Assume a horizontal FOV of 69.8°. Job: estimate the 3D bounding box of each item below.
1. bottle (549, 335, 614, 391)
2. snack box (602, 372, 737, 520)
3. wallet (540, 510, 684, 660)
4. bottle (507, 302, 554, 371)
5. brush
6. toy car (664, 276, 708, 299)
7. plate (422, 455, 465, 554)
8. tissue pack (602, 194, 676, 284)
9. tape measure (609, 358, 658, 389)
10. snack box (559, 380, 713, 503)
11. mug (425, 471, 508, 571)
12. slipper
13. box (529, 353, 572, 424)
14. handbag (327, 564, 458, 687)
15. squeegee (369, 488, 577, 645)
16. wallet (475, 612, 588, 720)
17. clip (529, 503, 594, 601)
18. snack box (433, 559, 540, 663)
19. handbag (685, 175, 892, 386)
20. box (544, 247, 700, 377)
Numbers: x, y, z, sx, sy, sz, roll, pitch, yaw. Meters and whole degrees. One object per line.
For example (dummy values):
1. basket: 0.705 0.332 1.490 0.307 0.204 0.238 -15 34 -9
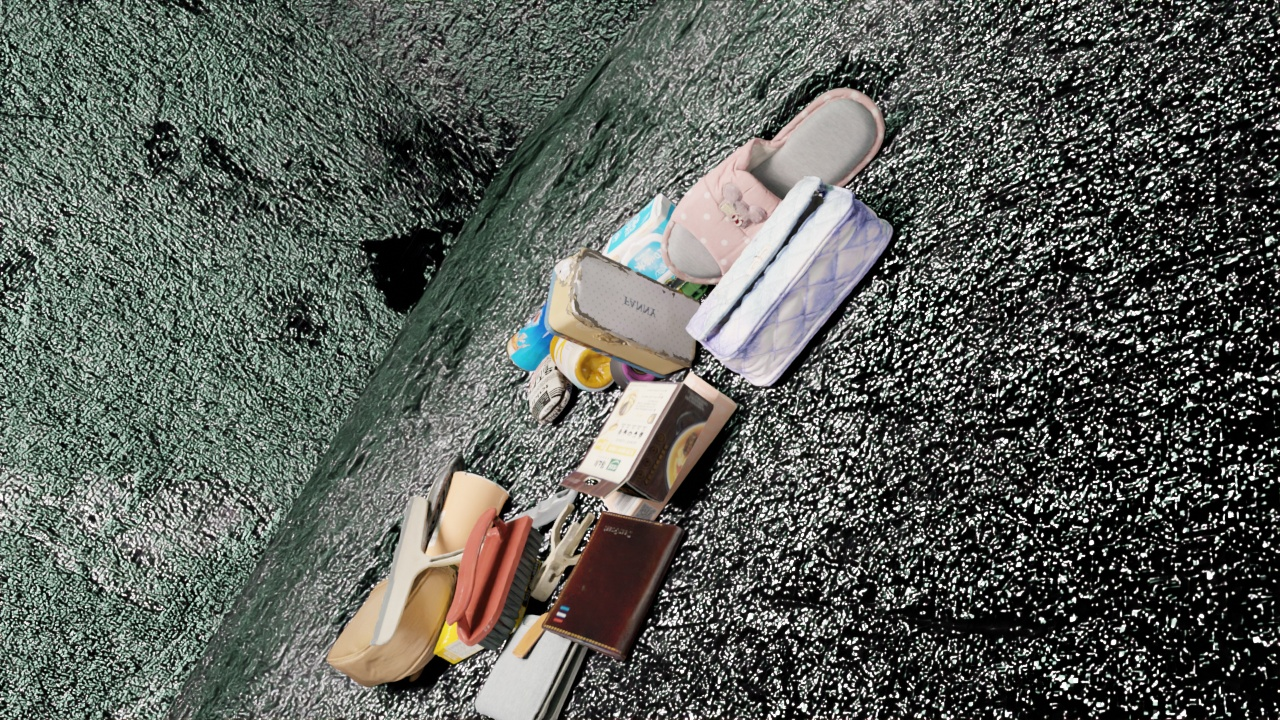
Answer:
1. bottle: -0.080 -0.008 1.221 0.068 0.068 0.189 -54 20 -1
2. snack box: 0.025 0.089 0.885 0.157 0.026 0.084 -54 20 2
3. wallet: -0.024 0.192 0.800 0.096 0.020 0.122 6 58 41
4. bottle: -0.119 -0.070 1.419 0.219 0.065 0.065 -42 23 28
5. brush: -0.153 0.221 0.928 0.063 0.069 0.145 -25 33 32
6. toy car: 0.061 -0.095 1.091 0.091 0.036 0.043 -48 19 20
7. plate: -0.279 0.213 1.256 0.179 0.024 0.179 171 115 -90
8. tissue pack: 0.019 -0.142 1.186 0.140 0.090 0.063 -37 26 39
9. tape measure: -0.006 0.006 1.047 0.057 0.057 0.039 -37 10 -25
10. snack box: -0.005 0.079 0.848 0.125 0.053 0.113 -60 22 -13
11. mug: -0.231 0.216 1.192 0.078 0.078 0.122 -22 41 56
12. slipper: 0.132 -0.172 0.953 0.275 0.114 0.054 -37 13 24
13. box: -0.130 0.033 1.289 0.164 0.057 0.071 -113 44 -67
14. handbag: -0.294 0.326 1.124 0.205 0.100 0.147 -30 23 49
15. squeegee: -0.175 0.204 1.063 0.247 0.039 0.246 -24 29 11
16. wallet: -0.101 0.281 0.841 0.130 0.037 0.106 -18 41 58
17. clip: -0.080 0.192 0.948 0.103 0.035 0.092 -51 22 31
18. snack box: -0.170 0.274 1.017 0.141 0.033 0.086 -39 24 39
19. handbag: 0.131 -0.077 0.846 0.194 0.075 0.134 -52 20 4
20. box: -0.011 -0.046 0.984 0.060 0.184 0.089 -19 54 48
